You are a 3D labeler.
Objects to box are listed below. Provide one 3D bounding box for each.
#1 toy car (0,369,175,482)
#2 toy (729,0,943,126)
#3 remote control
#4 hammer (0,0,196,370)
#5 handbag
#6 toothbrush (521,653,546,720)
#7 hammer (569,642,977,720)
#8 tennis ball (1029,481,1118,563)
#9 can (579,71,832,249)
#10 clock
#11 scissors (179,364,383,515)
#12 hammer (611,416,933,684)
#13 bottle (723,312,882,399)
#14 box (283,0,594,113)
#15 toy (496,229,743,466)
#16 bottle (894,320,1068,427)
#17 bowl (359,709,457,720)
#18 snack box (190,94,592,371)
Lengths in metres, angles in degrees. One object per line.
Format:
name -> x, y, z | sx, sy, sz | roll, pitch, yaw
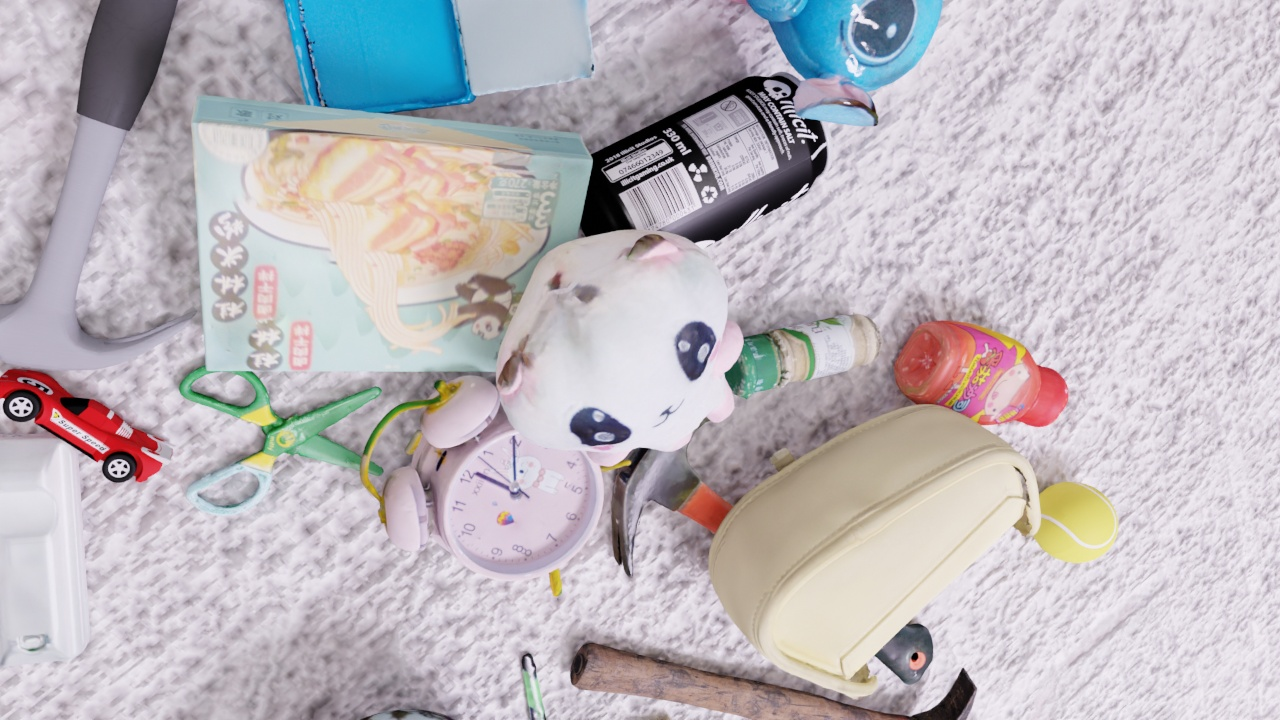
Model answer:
toy car -> -0.297, 0.033, 0.490 | 0.089, 0.038, 0.025 | 43, 84, -25
toy -> 0.089, -0.223, 0.522 | 0.191, 0.099, 0.223 | 29, 60, -12
remote control -> -0.335, 0.105, 0.503 | 0.050, 0.022, 0.133 | -1, 104, -20
hammer -> -0.261, -0.141, 0.464 | 0.125, 0.029, 0.311 | 18, 96, -23
handbag -> 0.169, 0.125, 0.641 | 0.232, 0.088, 0.191 | -40, 126, -6
toothbrush -> -0.068, 0.293, 0.661 | 0.014, 0.017, 0.188 | -14, 105, -21
hammer -> 0.105, 0.255, 0.695 | 0.330, 0.033, 0.120 | 20, 109, -21
tennis ball -> 0.351, 0.131, 0.745 | 0.065, 0.065, 0.065 | -5, 105, -20
can -> 0.036, -0.111, 0.555 | 0.146, 0.080, 0.080 | -29, 112, -12
clock -> -0.093, 0.071, 0.560 | 0.158, 0.059, 0.117 | 28, 92, -30
scissors -> -0.213, 0.051, 0.541 | 0.127, 0.011, 0.123 | 28, 94, -23
hammer -> 0.114, 0.156, 0.683 | 0.333, 0.033, 0.133 | 37, 87, -25
bottle -> 0.112, -0.005, 0.633 | 0.109, 0.043, 0.043 | -13, 108, -18
box -> -0.108, -0.252, 0.452 | 0.176, 0.059, 0.244 | -1, 107, 18
toy -> -0.003, 0.003, 0.513 | 0.139, 0.101, 0.179 | -41, 139, 5
bottle -> 0.259, 0.015, 0.688 | 0.134, 0.048, 0.072 | 15, 115, -25
bowl -> -0.155, 0.284, 0.578 | 0.159, 0.094, 0.160 | -5, 105, -20
snack box -> -0.134, -0.061, 0.500 | 0.193, 0.044, 0.142 | 0, 126, -21
